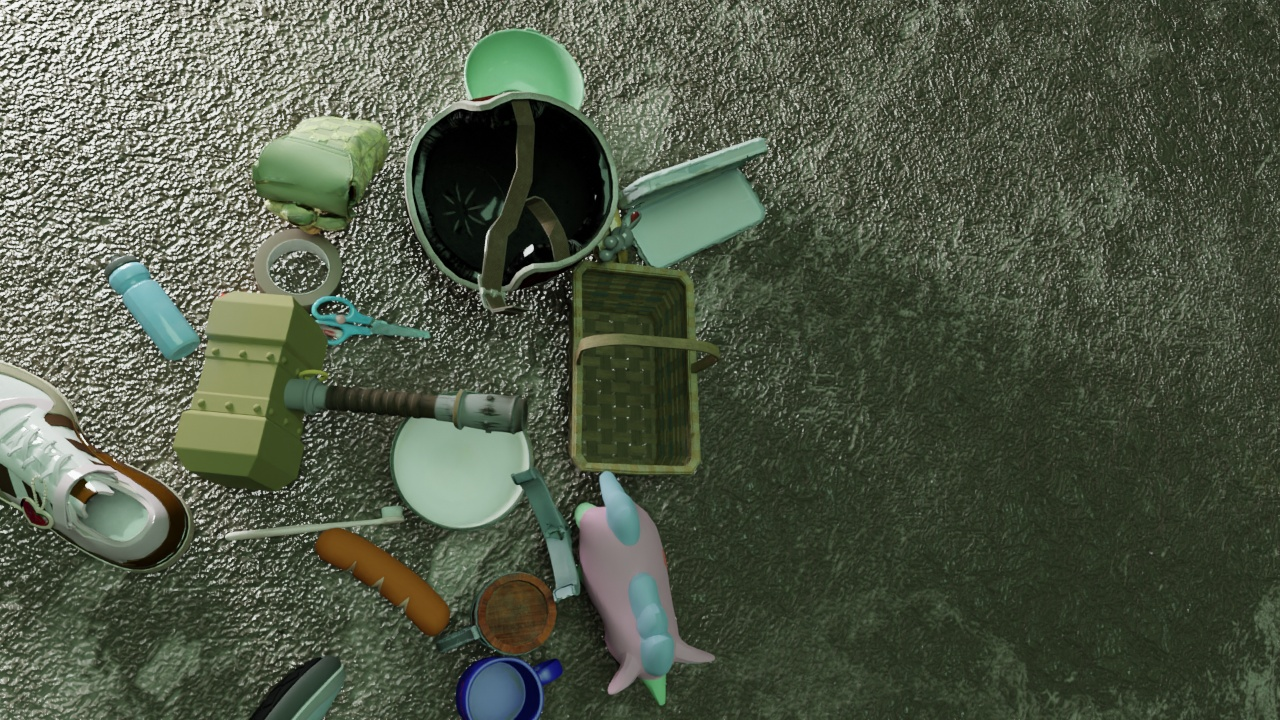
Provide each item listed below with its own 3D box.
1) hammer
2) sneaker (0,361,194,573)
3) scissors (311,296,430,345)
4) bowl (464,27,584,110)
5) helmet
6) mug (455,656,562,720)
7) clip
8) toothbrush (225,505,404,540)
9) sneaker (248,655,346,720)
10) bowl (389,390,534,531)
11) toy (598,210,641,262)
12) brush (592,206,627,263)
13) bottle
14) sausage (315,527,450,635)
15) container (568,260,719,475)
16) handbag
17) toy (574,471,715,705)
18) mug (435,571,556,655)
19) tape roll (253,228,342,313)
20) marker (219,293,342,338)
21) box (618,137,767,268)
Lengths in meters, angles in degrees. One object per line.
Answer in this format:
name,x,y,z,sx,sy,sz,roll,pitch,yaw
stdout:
hammer,-0.278,0.043,0.942,0.325,0.101,0.190,5,71,4
sneaker,-0.569,0.097,0.877,0.294,0.117,0.111,42,66,-2
scissors,-0.307,-0.039,1.051,0.136,0.015,0.055,8,89,-24
bowl,-0.153,-0.337,1.170,0.150,0.077,0.150,5,72,-17
helmet,-0.144,-0.180,1.027,0.233,0.254,0.233,-21,100,-38
mug,-0.134,0.344,0.959,0.111,0.084,0.079,-22,81,-23
clip,-0.089,0.201,0.960,0.031,0.169,0.164,-20,54,1
toothbrush,-0.346,0.175,0.981,0.181,0.016,0.018,-4,68,-20
sneaker,-0.337,0.425,0.874,0.160,0.093,0.256,43,64,-11
bowl,-0.200,0.115,1.015,0.153,0.073,0.153,5,72,-17
toy,-0.022,-0.145,1.085,0.030,0.049,0.111,25,27,7
brush,-0.063,-0.208,1.169,0.043,0.059,0.195,-18,82,-16
bottle,-0.526,-0.061,0.982,0.040,0.040,0.130,-37,87,-24
sausage,-0.271,0.231,0.974,0.164,0.039,0.044,37,66,-4
container,-0.006,0.006,1.050,0.157,0.187,0.249,4,72,-17
handbag,-0.356,-0.208,1.047,0.113,0.117,0.186,14,31,-4
toy,-0.010,0.239,0.985,0.120,0.171,0.222,-11,110,-21
mug,-0.155,0.274,0.959,0.117,0.111,0.081,-21,81,-23
tape roll,-0.389,-0.101,1.045,0.093,0.030,0.093,5,72,-16
marker,-0.401,-0.048,1.035,0.142,0.013,0.012,18,69,-13
box,0.082,-0.218,1.194,0.210,0.106,0.130,-30,88,-23
